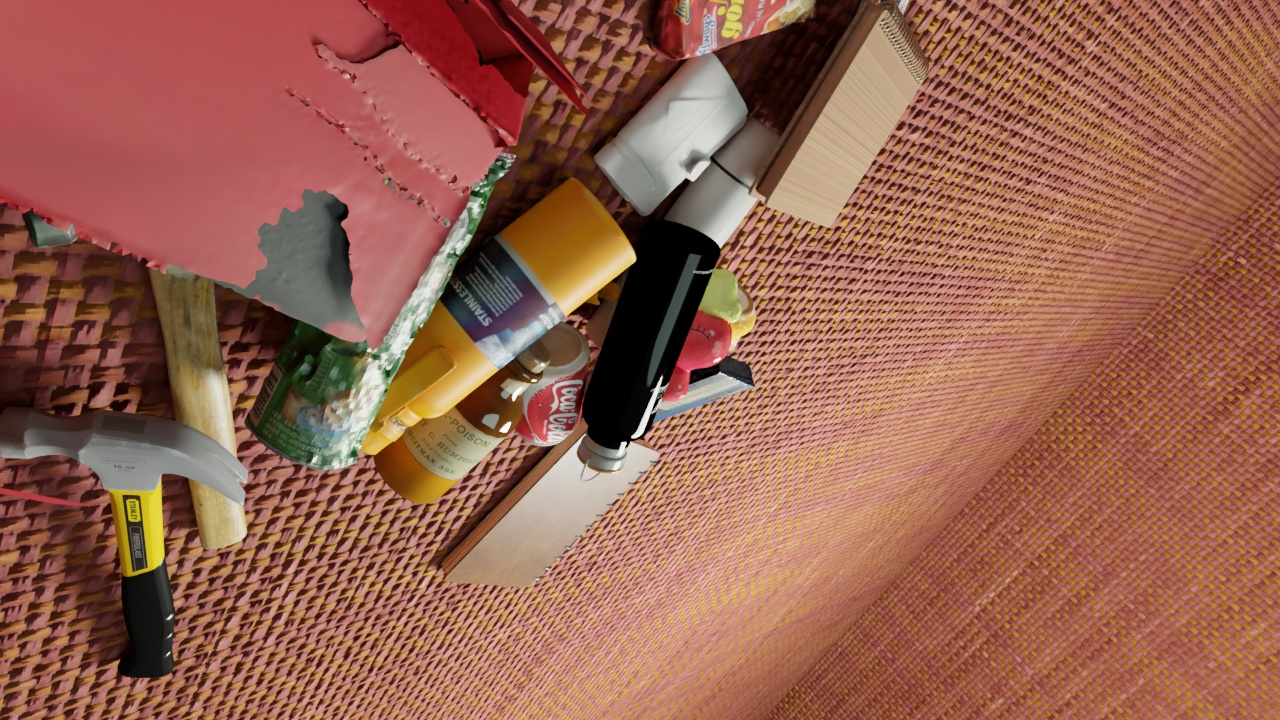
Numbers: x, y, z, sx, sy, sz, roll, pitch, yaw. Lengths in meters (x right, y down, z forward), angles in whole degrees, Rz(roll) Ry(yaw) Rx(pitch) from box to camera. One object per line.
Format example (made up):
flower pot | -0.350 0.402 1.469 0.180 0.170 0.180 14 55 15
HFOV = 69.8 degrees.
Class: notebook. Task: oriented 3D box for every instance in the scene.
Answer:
notebook | 0.172 -0.194 0.754 0.169 0.022 0.210 -59 161 16
notebook | -0.092 0.159 0.988 0.226 0.024 0.167 -46 150 9

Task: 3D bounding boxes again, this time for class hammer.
hammer | -0.341 0.142 0.629 0.127 0.029 0.325 6 137 -20
hammer | -0.272 0.017 0.570 0.132 0.033 0.331 -21 147 -34

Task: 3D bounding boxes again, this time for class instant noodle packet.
instant noodle packet | 0.070 -0.252 0.600 0.135 0.039 0.099 -26 155 -27

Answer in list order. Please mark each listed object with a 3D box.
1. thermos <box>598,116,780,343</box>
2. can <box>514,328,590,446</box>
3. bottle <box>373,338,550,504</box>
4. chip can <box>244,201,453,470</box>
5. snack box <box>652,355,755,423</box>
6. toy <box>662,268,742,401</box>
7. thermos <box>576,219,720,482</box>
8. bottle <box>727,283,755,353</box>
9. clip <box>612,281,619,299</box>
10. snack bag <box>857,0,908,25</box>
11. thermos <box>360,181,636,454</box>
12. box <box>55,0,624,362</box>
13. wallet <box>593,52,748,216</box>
thermos | 0.037 -0.098 0.757 0.052 0.052 0.225 8 125 -54
can | -0.078 0.021 0.769 0.064 0.064 0.105 -24 147 -28
bottle | -0.132 0.040 0.707 0.157 0.068 0.067 -42 152 18
chip can | -0.157 -0.041 0.543 0.075 0.075 0.223 12 111 -56
snack box | 0.027 0.032 0.885 0.150 0.027 0.082 -20 161 25
toy | 0.037 -0.027 0.813 0.135 0.091 0.045 -60 156 15
thermos | -0.004 0.004 0.741 0.061 0.061 0.232 -8 128 -45
bottle | 0.060 -0.028 0.874 0.063 0.063 0.109 -11 152 -43
clip | -0.039 -0.070 0.721 0.044 0.054 0.049 28 83 -41
snack bag | 0.186 -0.244 0.774 0.056 0.013 0.158 -24 147 -30
thermos | -0.116 -0.030 0.637 0.232 0.076 0.091 -38 167 -4
box | -0.018 -0.081 0.250 0.215 0.511 0.141 35 78 -55
wallet | 0.025 -0.163 0.675 0.116 0.032 0.086 -45 149 7
